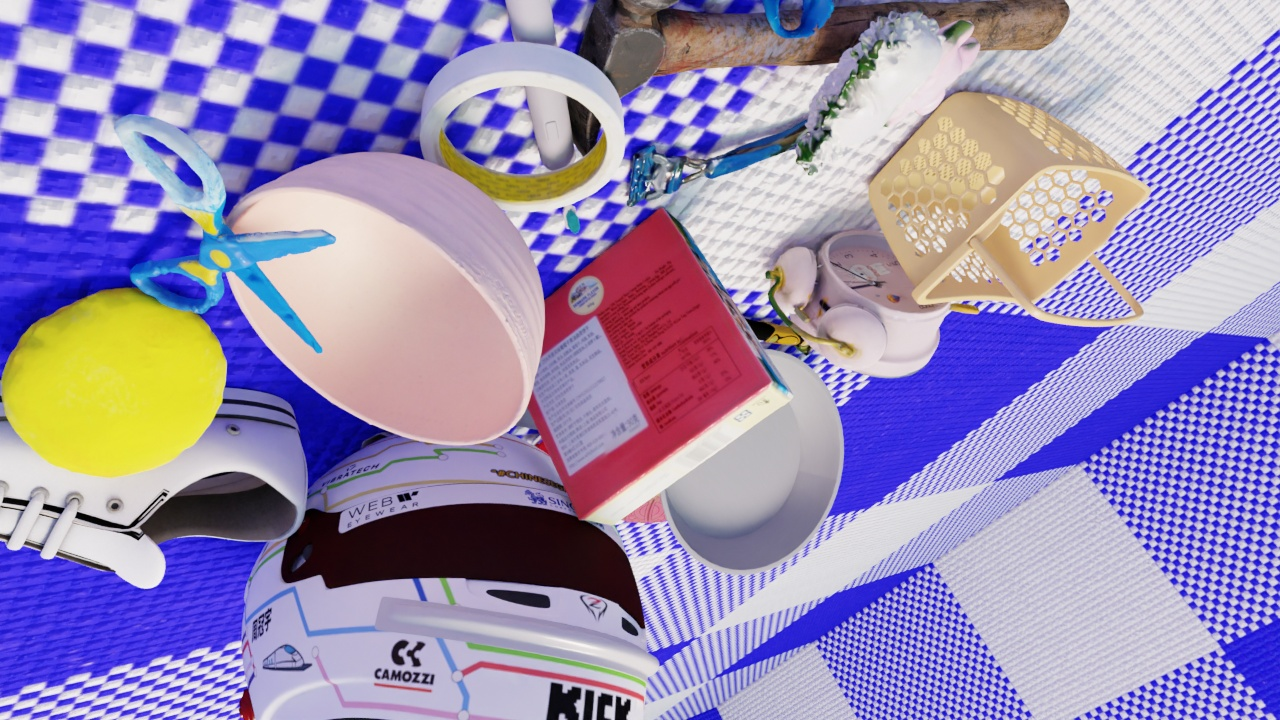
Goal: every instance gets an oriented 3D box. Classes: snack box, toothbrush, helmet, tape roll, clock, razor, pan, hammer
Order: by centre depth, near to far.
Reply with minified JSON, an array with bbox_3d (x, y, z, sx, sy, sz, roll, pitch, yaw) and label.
[{"bbox_3d":[-0.054,-0.105,0.426,0.094,0.019,0.094,-3,152,-2],"label":"tape roll"},{"bbox_3d":[-0.044,-0.120,0.445,0.018,0.019,0.188,-30,155,-12],"label":"toothbrush"},{"bbox_3d":[0.114,-0.173,0.503,0.329,0.033,0.120,-14,154,-29],"label":"hammer"},{"bbox_3d":[0.058,-0.123,0.545,0.140,0.018,0.044,-20,152,-17],"label":"razor"},{"bbox_3d":[-0.003,0.003,0.568,0.143,0.145,0.040,-37,150,15],"label":"snack box"},{"bbox_3d":[-0.127,0.156,0.611,0.231,0.235,0.315,27,140,-36],"label":"helmet"},{"bbox_3d":[0.161,-0.044,0.687,0.157,0.116,0.059,-13,139,-30],"label":"clock"},{"bbox_3d":[0.033,0.072,0.779,0.356,0.200,0.051,15,177,-30],"label":"pan"},{"bbox_3d":[0.117,-0.024,0.784,0.144,0.021,0.044,6,138,-46],"label":"razor"}]

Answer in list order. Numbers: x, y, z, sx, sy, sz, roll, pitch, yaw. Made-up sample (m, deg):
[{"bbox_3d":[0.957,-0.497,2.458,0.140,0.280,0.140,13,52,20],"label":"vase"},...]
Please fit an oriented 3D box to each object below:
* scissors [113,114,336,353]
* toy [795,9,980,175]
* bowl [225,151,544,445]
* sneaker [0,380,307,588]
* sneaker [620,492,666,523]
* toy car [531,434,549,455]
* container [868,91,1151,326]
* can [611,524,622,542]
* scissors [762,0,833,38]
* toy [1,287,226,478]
[{"bbox_3d":[-0.179,-0.050,0.390,0.125,0.013,0.130,-3,135,24],"label":"scissors"},{"bbox_3d":[0.132,-0.148,0.485,0.108,0.041,0.096,-20,160,-33],"label":"toy"},{"bbox_3d":[-0.106,-0.038,0.430,0.075,0.153,0.153,-63,180,-41],"label":"bowl"},{"bbox_3d":[-0.285,0.076,0.471,0.245,0.097,0.091,5,138,-50],"label":"sneaker"},{"bbox_3d":[0.050,0.109,0.907,0.241,0.091,0.117,5,136,-20],"label":"sneaker"},{"bbox_3d":[-0.049,0.064,0.768,0.089,0.025,0.038,-17,162,-41],"label":"toy car"},{"bbox_3d":[0.277,-0.092,0.649,0.183,0.167,0.130,-2,144,-42],"label":"container"},{"bbox_3d":[-0.073,0.189,0.940,0.101,0.053,0.053,-26,154,-5],"label":"can"},{"bbox_3d":[0.050,-0.182,0.386,0.129,0.014,0.119,-25,127,-26],"label":"scissors"},{"bbox_3d":[-0.245,0.011,0.434,0.095,0.041,0.094,-21,121,-39],"label":"toy"}]
